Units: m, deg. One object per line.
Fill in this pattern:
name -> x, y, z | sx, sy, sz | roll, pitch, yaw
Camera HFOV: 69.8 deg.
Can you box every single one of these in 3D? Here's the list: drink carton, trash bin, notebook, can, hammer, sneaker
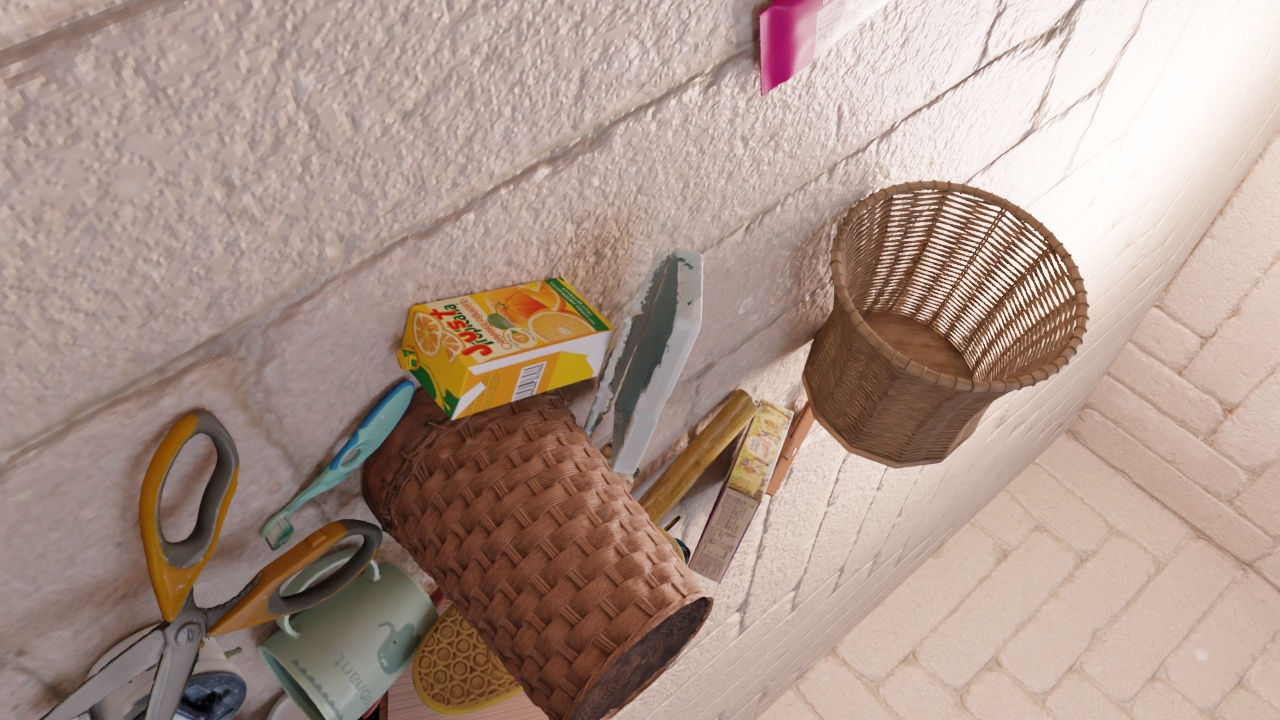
drink carton -> -0.082, -0.010, 0.560 | 0.122, 0.058, 0.041 | -18, 141, -43
trash bin -> -0.062, 0.117, 0.596 | 0.151, 0.210, 0.151 | -35, 151, -22
notebook -> -0.119, 0.285, 0.785 | 0.210, 0.022, 0.169 | 3, 86, -39
can -> -0.244, 0.305, 0.745 | 0.072, 0.072, 0.129 | -41, 153, -10
hammer -> 0.000, 0.155, 0.896 | 0.330, 0.033, 0.132 | -47, 124, -14
sneaker -> -0.080, 0.214, 0.726 | 0.237, 0.086, 0.122 | -19, 155, -36

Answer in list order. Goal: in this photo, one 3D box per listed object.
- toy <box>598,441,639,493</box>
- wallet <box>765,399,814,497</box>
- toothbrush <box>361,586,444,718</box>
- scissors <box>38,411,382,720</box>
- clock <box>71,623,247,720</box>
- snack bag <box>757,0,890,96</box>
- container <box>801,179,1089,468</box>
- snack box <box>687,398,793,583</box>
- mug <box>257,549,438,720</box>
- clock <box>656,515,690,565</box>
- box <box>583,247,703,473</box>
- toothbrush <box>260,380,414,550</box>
toy -> -0.044, 0.106, 0.752 | 0.105, 0.074, 0.085 | -32, 149, -14
wallet -> 0.180, 0.108, 1.099 | 0.121, 0.013, 0.087 | -61, 161, -3
toothbrush -> -0.167, 0.195, 0.716 | 0.184, 0.015, 0.015 | -59, 150, -10
scissors -> -0.235, 0.133, 0.517 | 0.225, 0.016, 0.225 | 3, 107, -56
clock -> -0.300, 0.211, 0.554 | 0.117, 0.057, 0.083 | -36, 152, -19
snack bag -> 0.151, -0.253, 0.608 | 0.196, 0.016, 0.070 | -39, 154, -14
container -> 0.271, -0.022, 0.880 | 0.226, 0.227, 0.197 | -34, 157, -23
snack box -> 0.108, 0.139, 0.986 | 0.147, 0.040, 0.144 | -58, 169, -48
mug -> -0.205, 0.186, 0.643 | 0.103, 0.084, 0.111 | -40, 125, -34
clock -> -0.016, 0.239, 0.994 | 0.116, 0.060, 0.162 | -3, 132, -55
box -> 0.000, 0.005, 0.643 | 0.084, 0.070, 0.199 | -49, 169, -34
toothbrush -> -0.184, 0.064, 0.562 | 0.135, 0.017, 0.022 | -47, 146, 1
